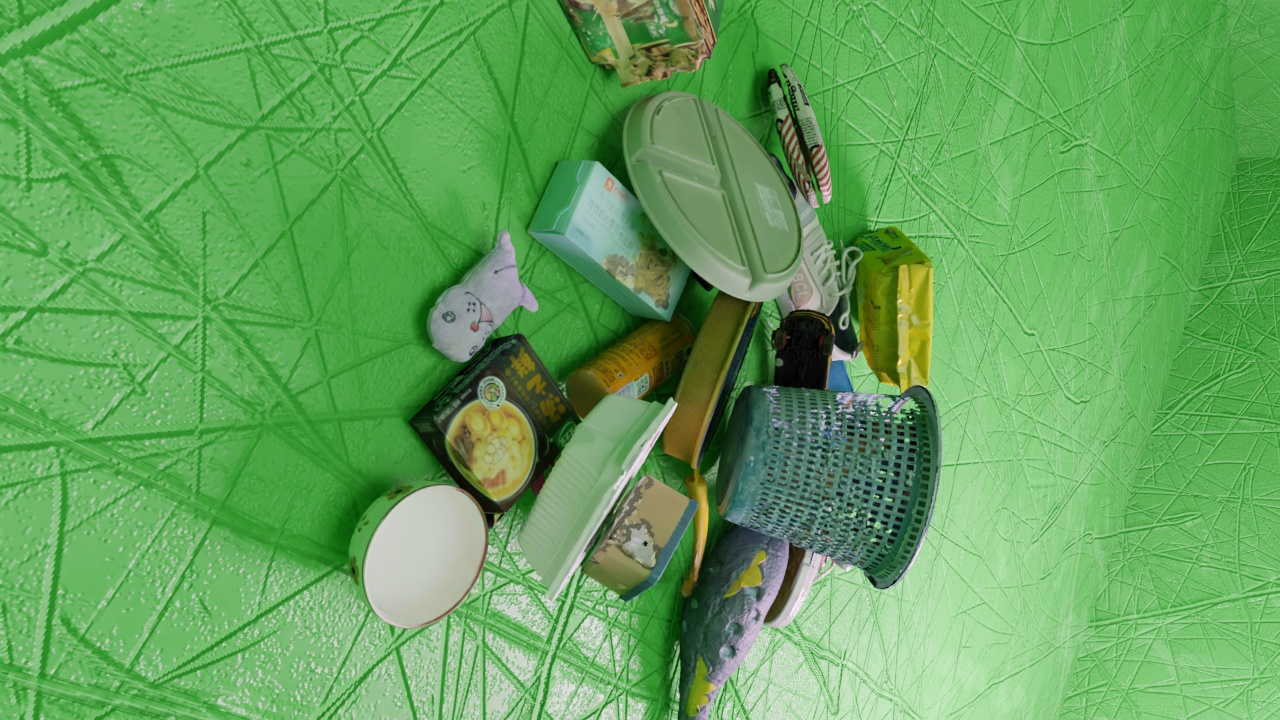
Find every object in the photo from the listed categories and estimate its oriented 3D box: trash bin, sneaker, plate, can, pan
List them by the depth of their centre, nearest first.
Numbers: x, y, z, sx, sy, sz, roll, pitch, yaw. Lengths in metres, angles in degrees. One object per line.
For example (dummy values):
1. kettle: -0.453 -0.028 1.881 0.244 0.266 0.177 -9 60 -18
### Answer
1. plate: 0.077 -0.163 0.874 0.230 0.028 0.229 24 50 -33
2. can: -0.005 0.005 0.884 0.145 0.058 0.058 -35 123 -42
3. pan: 0.069 0.088 0.949 0.197 0.078 0.358 -46 156 -67
4. trash bin: 0.192 0.117 1.002 0.226 0.195 0.226 -173 -84 -88
5. sneaker: 0.210 -0.098 1.083 0.089 0.091 0.242 -44 128 -34
6. sneaker: 0.218 0.233 1.167 0.088 0.118 0.240 35 66 -25

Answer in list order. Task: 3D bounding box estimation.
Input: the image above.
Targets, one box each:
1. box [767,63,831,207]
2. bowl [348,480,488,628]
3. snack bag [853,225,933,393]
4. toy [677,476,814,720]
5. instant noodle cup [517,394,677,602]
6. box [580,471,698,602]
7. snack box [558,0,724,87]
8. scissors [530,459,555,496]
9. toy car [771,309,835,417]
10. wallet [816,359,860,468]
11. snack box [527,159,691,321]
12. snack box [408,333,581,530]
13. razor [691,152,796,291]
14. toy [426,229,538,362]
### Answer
1. box: 0.168 -0.242 0.999 0.072 0.060 0.164 94 -16 -74
2. bowl: -0.182 0.146 0.720 0.113 0.062 0.113 -12 106 -46
3. snack bag: 0.310 -0.073 1.150 0.246 0.068 0.158 -75 162 -70
4. toy: 0.114 0.273 1.067 0.355 0.091 0.138 -61 149 -15
5. instant noodle cup: -0.044 0.106 0.789 0.174 0.060 0.137 -62 173 24
6. box: -0.005 0.171 0.866 0.089 0.062 0.185 -58 176 -21
7. snack box: 0.011 -0.323 0.800 0.117 0.118 0.105 57 45 -40
8. scissors: -0.102 0.064 0.829 0.133 0.017 0.133 -15 106 -45
9. toy car: 0.191 0.015 1.089 0.041 0.071 0.156 -49 143 -58
10. wallet: 0.241 0.065 1.163 0.106 0.040 0.133 -9 80 -44
11. snack box: -0.022 -0.107 0.848 0.174 0.052 0.074 36 72 -47
12. snack box: -0.114 0.061 0.771 0.113 0.053 0.126 -49 116 -34
13. razor: 0.109 -0.145 0.983 0.167 0.068 0.062 -56 152 -15
14. toy: -0.131 -0.043 0.750 0.107 0.039 0.084 -51 137 -30
